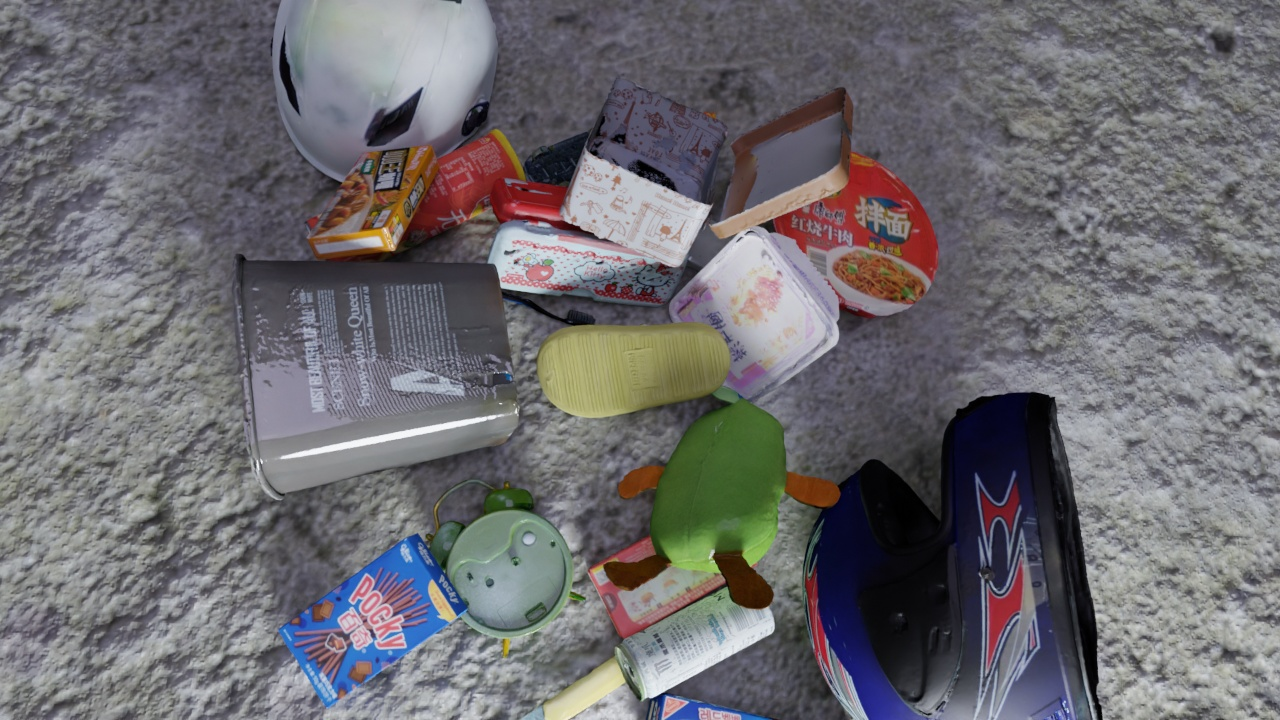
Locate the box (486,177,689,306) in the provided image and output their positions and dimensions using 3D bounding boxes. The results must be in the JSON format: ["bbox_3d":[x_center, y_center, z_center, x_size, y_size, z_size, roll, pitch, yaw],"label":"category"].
[{"bbox_3d":[-0.056,-0.111,0.924,0.201,0.095,0.102,6,119,-22],"label":"box"}]

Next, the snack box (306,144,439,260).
[{"bbox_3d":[-0.240,-0.147,0.837,0.075,0.026,0.153,-5,39,11],"label":"snack box"}]

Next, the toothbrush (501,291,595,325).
[{"bbox_3d":[-0.135,-0.066,0.943,0.189,0.014,0.016,18,74,-3],"label":"toothbrush"}]

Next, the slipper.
[{"bbox_3d":[-0.005,0.005,0.914,0.190,0.081,0.091,-5,94,7],"label":"slipper"}]

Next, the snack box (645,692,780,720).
[{"bbox_3d":[0.108,0.362,0.858,0.207,0.057,0.058,15,73,-4],"label":"snack box"}]

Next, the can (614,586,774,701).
[{"bbox_3d":[0.052,0.261,0.864,0.146,0.058,0.058,-22,81,-19],"label":"can"}]

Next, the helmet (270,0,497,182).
[{"bbox_3d":[-0.258,-0.316,0.913,0.229,0.146,0.258,23,76,-2],"label":"helmet"}]

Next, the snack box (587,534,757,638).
[{"bbox_3d":[0.031,0.202,0.899,0.152,0.025,0.075,-26,82,-13],"label":"snack box"}]

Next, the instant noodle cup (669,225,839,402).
[{"bbox_3d":[0.120,-0.048,0.906,0.060,0.174,0.138,-33,83,-36],"label":"instant noodle cup"}]

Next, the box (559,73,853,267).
[{"bbox_3d":[0.065,-0.185,0.876,0.272,0.131,0.178,2,39,12],"label":"box"}]

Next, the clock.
[{"bbox_3d":[-0.133,0.186,0.865,0.116,0.056,0.161,-33,84,-14],"label":"clock"}]

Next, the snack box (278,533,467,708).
[{"bbox_3d":[-0.241,0.233,0.824,0.157,0.026,0.084,-36,84,10],"label":"snack box"}]

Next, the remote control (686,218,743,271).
[{"bbox_3d":[0.114,-0.104,0.982,0.135,0.019,0.056,23,76,-2],"label":"remote control"}]

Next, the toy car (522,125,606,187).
[{"bbox_3d":[-0.068,-0.209,0.974,0.120,0.037,0.054,-30,81,-23],"label":"toy car"}]

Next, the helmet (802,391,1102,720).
[{"bbox_3d":[0.266,0.195,0.821,0.241,0.247,0.315,-8,83,26],"label":"helmet"}]

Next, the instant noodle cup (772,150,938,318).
[{"bbox_3d":[0.212,-0.124,0.963,0.193,0.066,0.193,8,65,-18],"label":"instant noodle cup"}]

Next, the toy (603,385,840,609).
[{"bbox_3d":[0.073,0.126,0.858,0.227,0.090,0.246,1,43,26],"label":"toy"}]

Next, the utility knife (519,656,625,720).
[{"bbox_3d":[-0.045,0.306,0.868,0.195,0.020,0.031,-28,82,-20],"label":"utility knife"}]

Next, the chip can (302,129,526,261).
[{"bbox_3d":[-0.222,-0.155,0.920,0.216,0.073,0.073,-30,83,-14],"label":"chip can"}]

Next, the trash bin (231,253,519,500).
[{"bbox_3d":[-0.234,0.009,0.827,0.219,0.199,0.199,-7,78,-15],"label":"trash bin"}]

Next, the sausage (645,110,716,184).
[{"bbox_3d":[0.033,-0.214,0.995,0.021,0.021,0.165,39,76,2],"label":"sausage"}]
